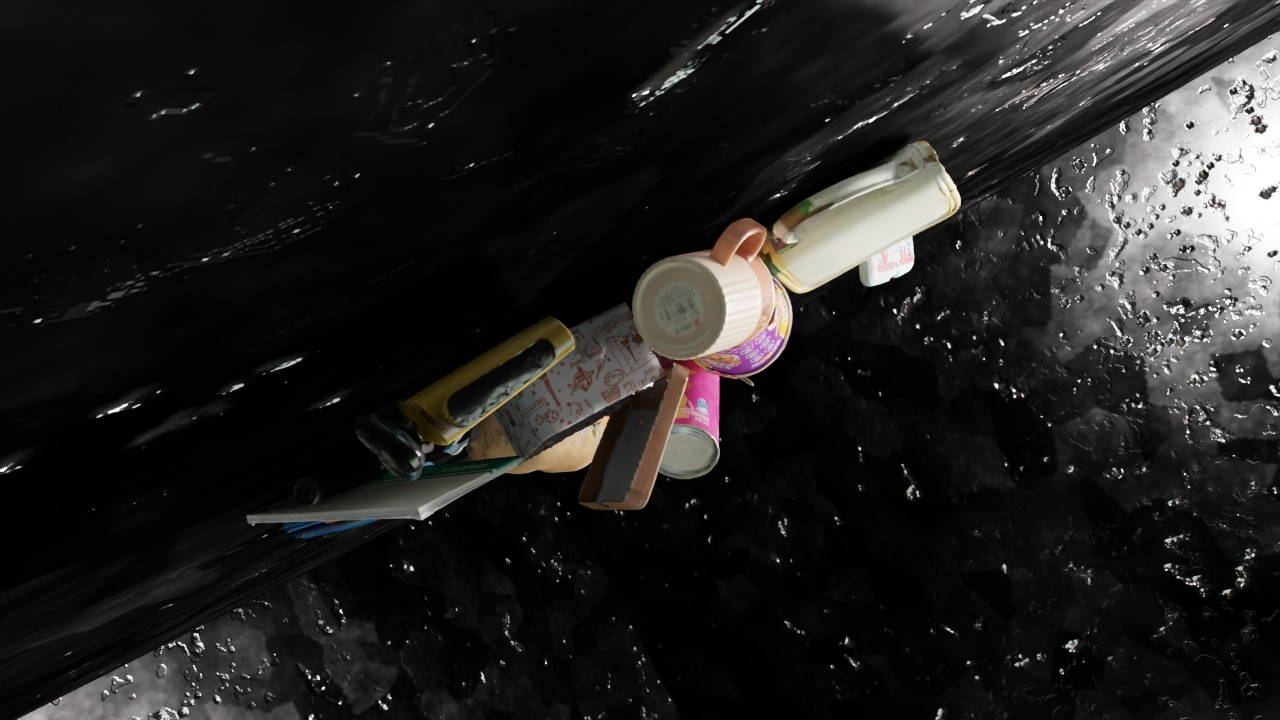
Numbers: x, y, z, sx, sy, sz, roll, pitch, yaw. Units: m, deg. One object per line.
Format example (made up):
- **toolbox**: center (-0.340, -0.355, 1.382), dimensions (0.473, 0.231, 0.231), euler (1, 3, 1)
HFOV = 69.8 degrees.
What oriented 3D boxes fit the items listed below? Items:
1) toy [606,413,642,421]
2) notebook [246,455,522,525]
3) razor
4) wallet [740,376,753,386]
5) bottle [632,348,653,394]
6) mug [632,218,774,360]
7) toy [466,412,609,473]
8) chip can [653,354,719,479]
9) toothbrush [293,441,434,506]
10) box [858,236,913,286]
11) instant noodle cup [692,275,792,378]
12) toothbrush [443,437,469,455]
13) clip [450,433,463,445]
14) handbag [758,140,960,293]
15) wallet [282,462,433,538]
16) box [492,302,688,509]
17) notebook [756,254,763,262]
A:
- **toy**: center (-0.075, 0.089, 1.399), dimensions (0.200, 0.130, 0.140), euler (-20, -177, 8)
- **notebook**: center (-0.234, 0.121, 0.849), dimensions (0.210, 0.012, 0.150), euler (-8, -173, 28)
- **razor**: center (-0.120, 0.024, 0.650), dimensions (0.167, 0.062, 0.067), euler (-34, -154, 1)
- **wallet**: center (0.097, -0.032, 0.960), dimensions (0.035, 0.119, 0.130), euler (-5, 176, 11)
- **bottle**: center (-0.006, 0.006, 1.059), dimensions (0.068, 0.068, 0.197), euler (-29, 168, 6)
- **mug**: center (0.058, -0.058, 0.718), dimensions (0.115, 0.081, 0.105), euler (-60, 162, 22)
- **toy**: center (-0.090, 0.092, 1.083), dimensions (0.225, 0.082, 0.144), euler (5, 169, -35)
- **chip can**: center (0.047, 0.024, 0.936), dimensions (0.072, 0.071, 0.210), euler (-30, -151, 24)
- **toothbrush**: center (-0.257, 0.101, 0.883), dimensions (0.027, 0.026, 0.212), euler (4, -173, 16)
- **box**: center (0.246, -0.124, 0.980), dimensions (0.096, 0.099, 0.201), euler (-32, 175, 30)
- **instant noodle cup**: center (0.080, -0.044, 0.839), dimensions (0.112, 0.111, 0.099), euler (-29, 168, 9)
- **toothbrush**: center (-0.162, 0.068, 1.116), dimensions (0.222, 0.026, 0.026), euler (-30, 137, 29)
- **clip**: center (-0.185, 0.068, 0.980), dimensions (0.056, 0.028, 0.024), euler (-38, -177, -30)
- **handbag**: center (0.173, -0.127, 0.763), dimensions (0.164, 0.063, 0.178), euler (-29, 167, 18)
- **wallet**: center (-0.293, 0.145, 0.963), dimensions (0.133, 0.040, 0.106), euler (-19, -174, 18)
- **box**: center (-0.036, 0.061, 0.854), dimensions (0.150, 0.168, 0.182), euler (-26, 175, -18)
- **notebook**: center (0.151, -0.116, 1.076), dimensions (0.148, 0.008, 0.207), euler (-30, 176, 30)
